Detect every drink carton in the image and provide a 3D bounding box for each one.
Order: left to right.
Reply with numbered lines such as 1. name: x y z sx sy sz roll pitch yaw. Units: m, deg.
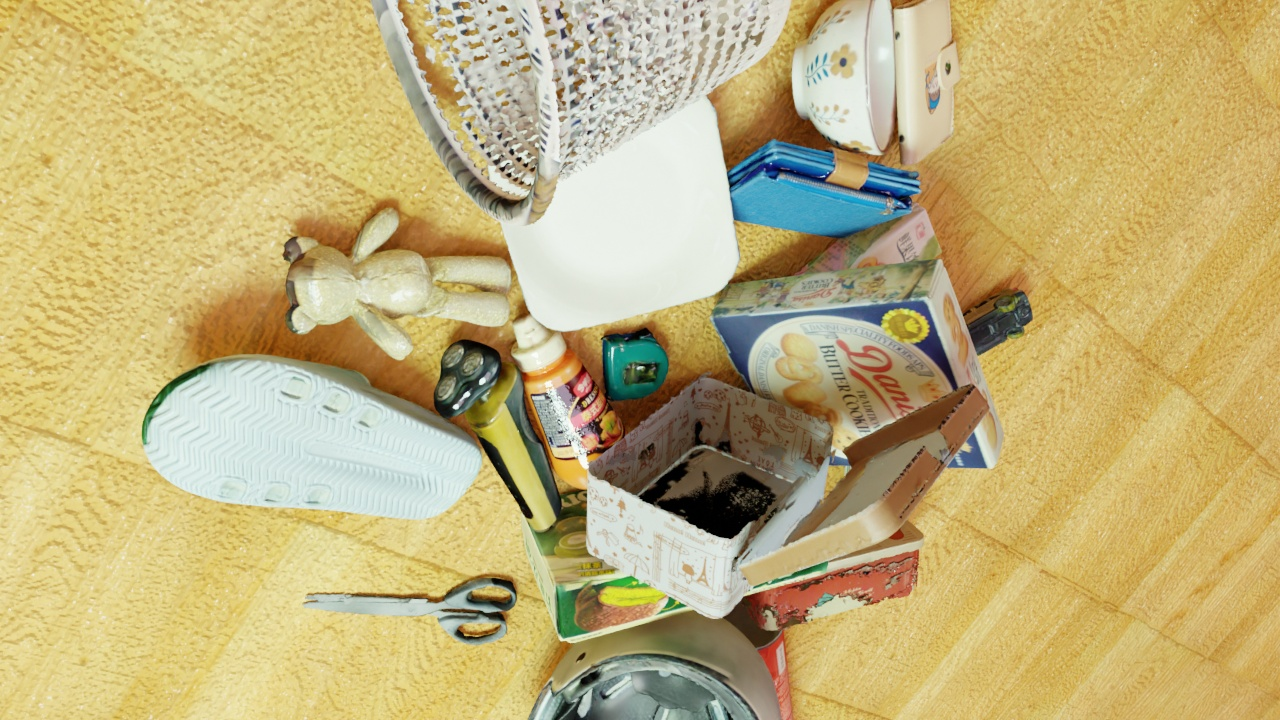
1. drink carton: 0.183 -0.078 0.759 0.122 0.045 0.053 -38 127 0

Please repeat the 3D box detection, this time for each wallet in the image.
1. wallet: 0.125 -0.125 0.686 0.133 0.107 0.040 5 78 -24
2. wallet: 0.220 -0.217 0.700 0.087 0.024 0.115 -37 126 -41

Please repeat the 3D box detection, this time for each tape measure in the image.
1. tape measure: -0.004 0.004 0.737 0.054 0.025 0.058 -9 119 -16

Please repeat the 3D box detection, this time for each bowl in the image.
1. bowl: 0.145 -0.203 0.660 0.062 0.113 0.113 1 124 25

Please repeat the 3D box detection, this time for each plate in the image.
1. plate: -0.018 -0.110 0.657 0.163 0.034 0.164 -14 118 -3

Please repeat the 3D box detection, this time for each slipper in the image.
1. slipper: -0.219 0.051 0.650 0.245 0.074 0.104 24 103 -46

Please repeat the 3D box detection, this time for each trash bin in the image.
1. trash bin: -0.030 -0.216 0.522 0.191 0.227 0.228 -27 123 -23

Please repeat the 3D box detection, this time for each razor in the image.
1. razor: -0.103 0.062 0.691 0.067 0.062 0.167 -39 125 -28

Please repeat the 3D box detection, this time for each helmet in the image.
1. helmet: 0.020 0.318 0.819 0.230 0.156 0.275 16 125 9

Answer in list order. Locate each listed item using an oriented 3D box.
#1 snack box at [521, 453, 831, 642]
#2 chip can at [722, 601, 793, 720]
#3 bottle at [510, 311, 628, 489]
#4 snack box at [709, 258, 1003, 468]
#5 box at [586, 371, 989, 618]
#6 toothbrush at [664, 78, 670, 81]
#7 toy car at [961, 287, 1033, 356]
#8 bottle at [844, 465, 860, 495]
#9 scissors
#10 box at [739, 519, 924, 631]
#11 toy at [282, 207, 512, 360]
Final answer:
1. snack box: 0.029 0.149 0.770 0.239 0.114 0.063 -11 119 -17
2. chip can: 0.119 0.343 0.928 0.073 0.073 0.217 -18 121 -13
3. bottle: -0.060 0.028 0.709 0.066 0.067 0.149 -28 115 -7
4. snack box: 0.171 0.011 0.730 0.178 0.183 0.045 58 46 -32
5. box: 0.100 0.092 0.665 0.178 0.274 0.126 -35 112 -45
6. toothbrush: 0.024 -0.219 0.643 0.014 0.016 0.190 -11 118 -26
7. toy car: 0.313 -0.030 0.842 0.090 0.035 0.042 -32 121 2
8. bottle: 0.213 0.041 0.822 0.059 0.060 0.206 -16 119 -14
9. scissors: -0.187 0.199 0.771 0.136 0.014 0.175 -41 120 2
10. box: 0.174 0.197 0.865 0.168 0.091 0.080 -10 114 -17
11. toy: -0.163 -0.050 0.631 0.157 0.066 0.105 0 82 -26
